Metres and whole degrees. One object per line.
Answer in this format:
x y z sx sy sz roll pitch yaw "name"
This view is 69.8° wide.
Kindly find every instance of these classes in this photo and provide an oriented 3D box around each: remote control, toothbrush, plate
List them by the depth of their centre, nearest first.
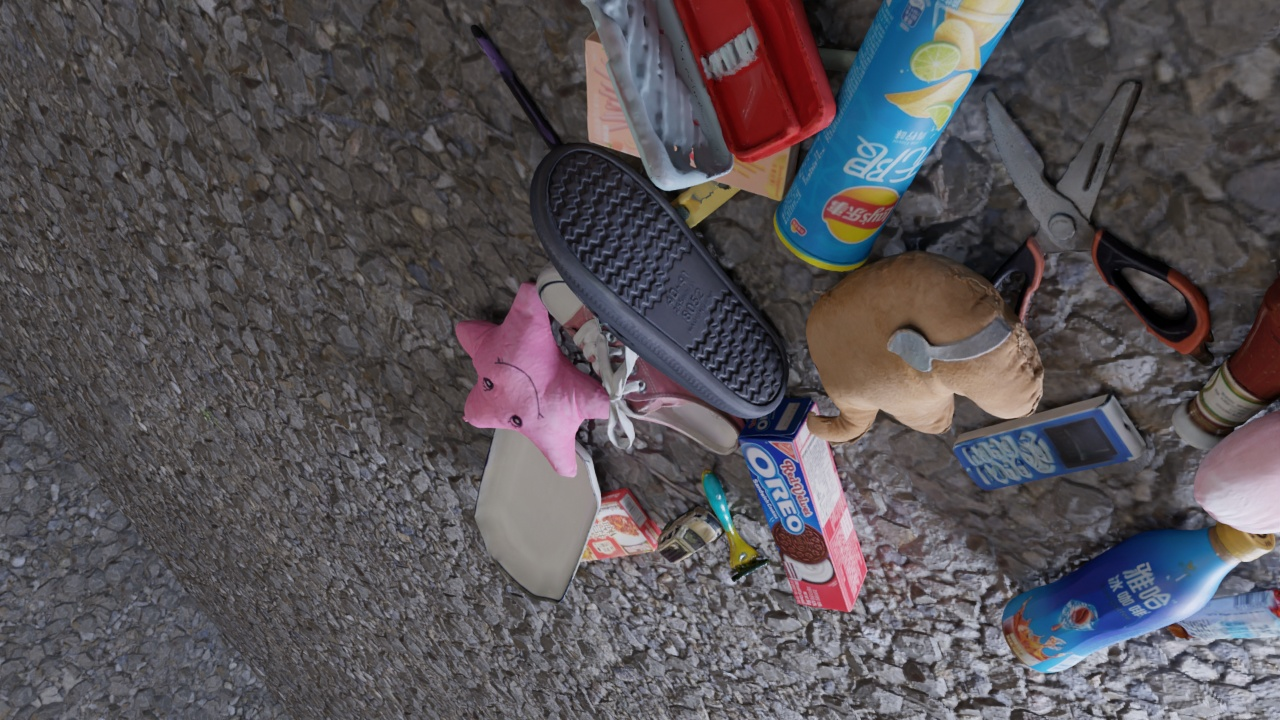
0.064 -0.206 0.618 0.190 0.020 0.029 14 171 27 "toothbrush"
0.292 0.061 0.666 0.049 0.024 0.125 52 140 -11 "remote control"
-0.082 -0.192 0.753 0.189 0.014 0.017 54 151 -14 "toothbrush"
-0.114 0.166 1.046 0.162 0.034 0.266 38 132 22 "plate"

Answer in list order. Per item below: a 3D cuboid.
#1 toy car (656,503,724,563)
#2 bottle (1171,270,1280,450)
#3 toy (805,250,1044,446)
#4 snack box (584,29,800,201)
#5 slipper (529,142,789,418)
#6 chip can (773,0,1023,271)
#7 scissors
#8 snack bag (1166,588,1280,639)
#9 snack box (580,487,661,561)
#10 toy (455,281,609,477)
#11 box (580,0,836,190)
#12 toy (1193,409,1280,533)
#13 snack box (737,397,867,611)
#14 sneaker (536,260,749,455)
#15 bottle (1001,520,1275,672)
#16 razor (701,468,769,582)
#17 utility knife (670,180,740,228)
0.052 0.183 0.961 0.042 0.035 0.091 42 137 -3 "toy car"
0.370 -0.019 0.509 0.060 0.059 0.207 30 143 14 "bottle"
0.177 -0.001 0.660 0.143 0.082 0.226 55 155 0 "toy"
0.035 -0.173 0.640 0.157 0.026 0.085 22 142 18 "snack box"
0.005 -0.048 0.724 0.268 0.110 0.084 43 146 -18 "slipper"
0.152 -0.151 0.555 0.071 0.071 0.211 34 139 10 "chip can"
0.267 -0.069 0.580 0.225 0.015 0.190 48 140 -5 "scissors"
0.429 0.185 0.664 0.045 0.026 0.106 43 142 -15 "snack bag"
-0.047 0.191 1.054 0.153 0.025 0.075 -20 110 47 "snack box"
-0.114 0.033 0.919 0.179 0.074 0.194 -30 94 35 "toy"
0.029 -0.212 0.538 0.095 0.100 0.201 -17 95 47 "box"
0.402 0.052 0.526 0.121 0.054 0.160 17 138 -31 "toy"
0.148 0.130 0.819 0.057 0.058 0.208 0 125 35 "snack box"
-0.005 0.005 0.806 0.241 0.087 0.119 41 140 0 "sneaker"
0.359 0.168 0.676 0.065 0.065 0.219 38 140 5 "bottle"
0.087 0.160 0.916 0.132 0.043 0.028 65 176 -22 "razor"
0.039 -0.122 0.720 0.031 0.019 0.179 45 136 -12 "utility knife"
